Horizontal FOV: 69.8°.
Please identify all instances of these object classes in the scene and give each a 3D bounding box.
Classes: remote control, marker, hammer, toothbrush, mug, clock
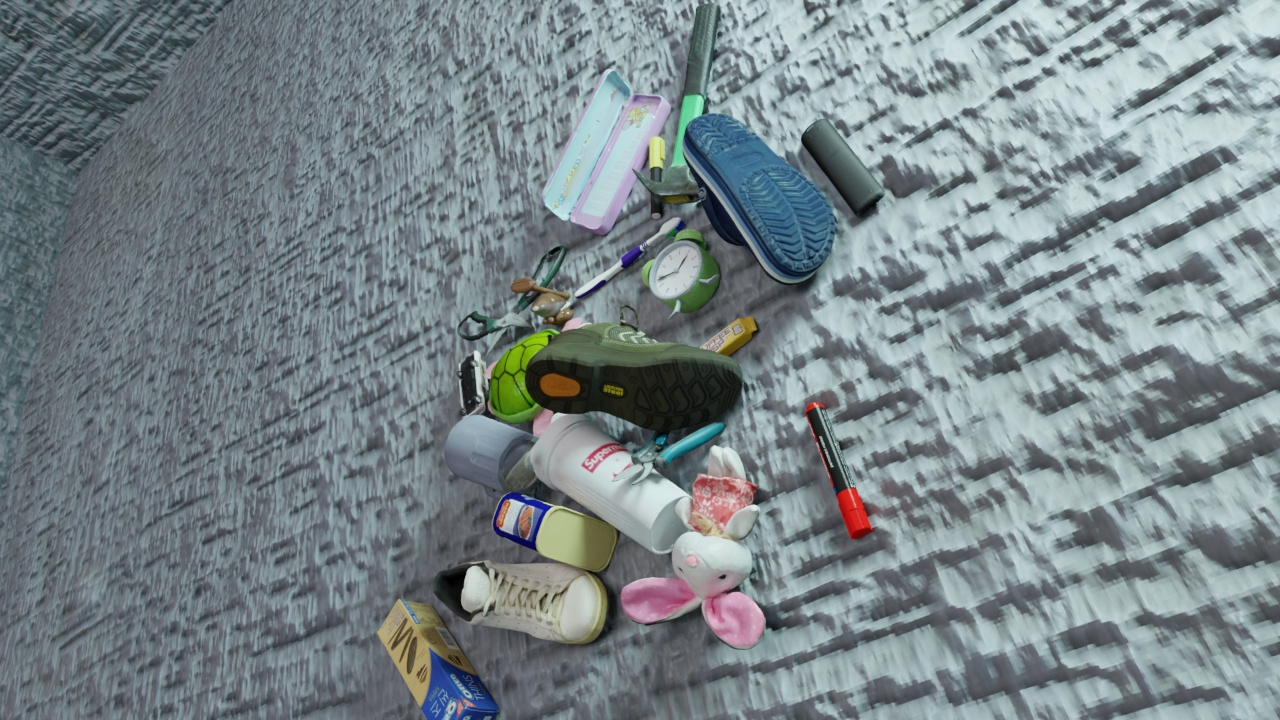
[{"bbox_3d":[0.226,-0.222,1.041,0.041,0.020,0.151,-41,49,20],"label":"remote control"},{"bbox_3d":[0.022,-0.246,1.231,0.021,0.017,0.123,-18,59,34],"label":"marker"},{"bbox_3d":[0.070,-0.347,1.224,0.130,0.032,0.318,-3,64,29],"label":"hammer"},{"bbox_3d":[-0.017,-0.132,1.210,0.187,0.016,0.015,-34,50,26],"label":"toothbrush"},{"bbox_3d":[-0.173,0.135,1.149,0.104,0.124,0.083,12,41,42],"label":"mug"},{"bbox_3d":[0.050,-0.107,1.120,0.094,0.042,0.119,-40,49,17],"label":"clock"},{"bbox_3d":[0.193,0.105,0.905,0.024,0.021,0.144,120,145,-45],"label":"marker"}]

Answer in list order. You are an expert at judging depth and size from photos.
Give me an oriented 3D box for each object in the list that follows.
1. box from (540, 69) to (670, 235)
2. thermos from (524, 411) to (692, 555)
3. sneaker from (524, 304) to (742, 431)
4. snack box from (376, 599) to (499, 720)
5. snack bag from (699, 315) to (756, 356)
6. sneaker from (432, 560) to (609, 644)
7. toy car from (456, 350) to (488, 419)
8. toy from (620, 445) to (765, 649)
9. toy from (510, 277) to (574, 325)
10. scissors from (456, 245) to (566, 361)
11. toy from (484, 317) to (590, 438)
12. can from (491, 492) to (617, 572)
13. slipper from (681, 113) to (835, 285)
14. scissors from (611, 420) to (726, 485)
[{"bbox_3d":[-0.054,-0.291,1.268,0.089,0.092,0.214,23,85,45],"label":"box"},{"bbox_3d":[-0.035,0.134,1.045,0.220,0.099,0.099,29,89,40],"label":"thermos"},{"bbox_3d":[-0.006,0.006,1.049,0.142,0.238,0.101,-85,1,-63],"label":"sneaker"},{"bbox_3d":[-0.253,0.380,1.128,0.207,0.057,0.056,37,96,45],"label":"snack box"},{"bbox_3d":[0.091,-0.016,1.055,0.099,0.020,0.026,-37,48,21],"label":"snack bag"},{"bbox_3d":[-0.147,0.268,1.061,0.242,0.102,0.088,-4,66,39],"label":"sneaker"},{"bbox_3d":[-0.233,0.039,1.294,0.039,0.039,0.113,-36,44,21],"label":"toy car"},{"bbox_3d":[0.072,0.184,0.925,0.159,0.084,0.194,8,74,34],"label":"toy"},{"bbox_3d":[-0.126,-0.076,1.225,0.042,0.101,0.054,-8,81,32],"label":"toy"},{"bbox_3d":[-0.187,-0.086,1.321,0.202,0.015,0.201,12,65,53],"label":"scissors"},{"bbox_3d":[-0.125,0.017,1.180,0.239,0.087,0.189,-12,51,42],"label":"toy"},{"bbox_3d":[-0.100,0.194,1.049,0.092,0.116,0.056,9,75,46],"label":"can"},{"bbox_3d":[0.130,-0.182,1.059,0.252,0.105,0.095,59,153,27],"label":"slipper"},{"bbox_3d":[0.033,0.094,1.001,0.124,0.019,0.155,-13,19,9],"label":"scissors"}]
